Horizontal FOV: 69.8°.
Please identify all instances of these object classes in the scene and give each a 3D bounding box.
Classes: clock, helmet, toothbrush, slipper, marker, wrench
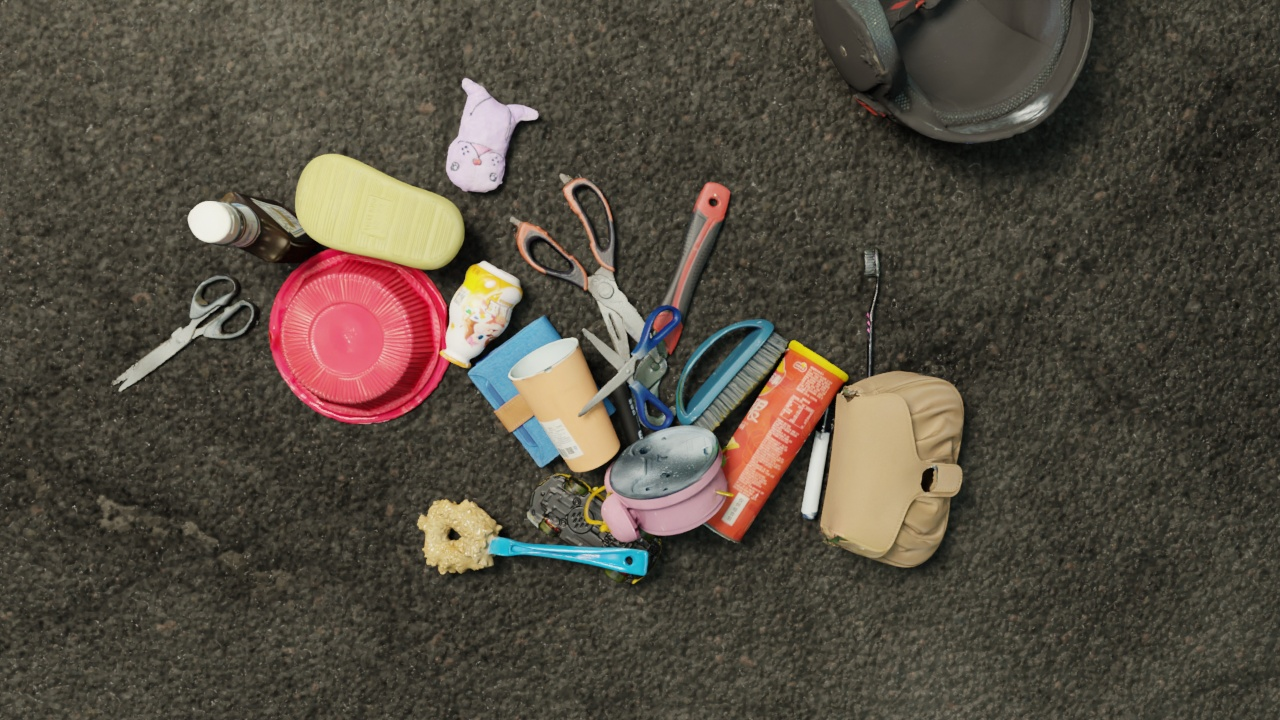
[{"bbox_3d":[0.014,0.129,0.934,0.159,0.117,0.060,-17,117,10],"label":"clock"},{"bbox_3d":[0.286,-0.340,0.864,0.234,0.230,0.275,-35,106,10],"label":"helmet"},{"bbox_3d":[0.249,-0.028,1.001,0.018,0.014,0.189,2,96,7],"label":"toothbrush"},{"bbox_3d":[-0.259,-0.143,0.935,0.190,0.081,0.091,20,91,14],"label":"slipper"},{"bbox_3d":[-0.010,0.078,0.990,0.022,0.020,0.132,-17,105,0],"label":"marker"},{"bbox_3d":[0.042,-0.058,0.988,0.056,0.016,0.273,15,95,-7],"label":"wrench"},{"bbox_3d":[0.197,0.111,1.011,0.022,0.018,0.131,7,95,-12],"label":"marker"}]

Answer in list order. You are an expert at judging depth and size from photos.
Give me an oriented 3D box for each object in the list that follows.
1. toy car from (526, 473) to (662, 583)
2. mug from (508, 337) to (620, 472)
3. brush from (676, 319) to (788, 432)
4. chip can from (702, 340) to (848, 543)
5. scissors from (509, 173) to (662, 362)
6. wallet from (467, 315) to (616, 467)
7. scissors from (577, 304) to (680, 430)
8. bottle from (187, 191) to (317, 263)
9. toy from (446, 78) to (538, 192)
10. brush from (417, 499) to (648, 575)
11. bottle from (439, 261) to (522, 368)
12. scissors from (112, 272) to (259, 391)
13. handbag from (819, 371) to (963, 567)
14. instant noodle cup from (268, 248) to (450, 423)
[{"bbox_3d":[-0.048,0.179,0.995,0.156,0.041,0.071,32,94,1],"label":"toy car"},{"bbox_3d":[-0.072,0.049,0.933,0.078,0.078,0.123,-26,108,0],"label":"mug"},{"bbox_3d":[0.088,0.011,0.977,0.073,0.055,0.144,40,93,-6],"label":"brush"},{"bbox_3d":[0.135,0.087,0.978,0.073,0.073,0.216,31,93,-5],"label":"chip can"},{"bbox_3d":[-0.054,-0.089,0.976,0.215,0.015,0.196,17,93,-1],"label":"scissors"},{"bbox_3d":[-0.106,0.033,0.982,0.106,0.040,0.133,-37,96,-3],"label":"wallet"},{"bbox_3d":[-0.005,0.006,0.940,0.173,0.012,0.162,45,66,-41],"label":"scissors"},{"bbox_3d":[-0.370,-0.127,0.875,0.080,0.195,0.044,41,93,-5],"label":"bottle"},{"bbox_3d":[-0.161,-0.225,0.952,0.084,0.039,0.108,19,94,-13],"label":"toy"},{"bbox_3d":[-0.116,0.197,0.968,0.255,0.046,0.083,5,85,11],"label":"brush"},{"bbox_3d":[-0.169,-0.046,0.957,0.063,0.063,0.108,28,94,-5],"label":"bottle"},{"bbox_3d":[-0.492,-0.031,0.974,0.174,0.014,0.137,-1,97,1],"label":"scissors"},{"bbox_3d":[0.267,0.115,0.961,0.147,0.100,0.204,2,97,-28],"label":"handbag"},{"bbox_3d":[-0.297,-0.025,0.954,0.194,0.066,0.194,0,95,-3],"label":"instant noodle cup"}]
